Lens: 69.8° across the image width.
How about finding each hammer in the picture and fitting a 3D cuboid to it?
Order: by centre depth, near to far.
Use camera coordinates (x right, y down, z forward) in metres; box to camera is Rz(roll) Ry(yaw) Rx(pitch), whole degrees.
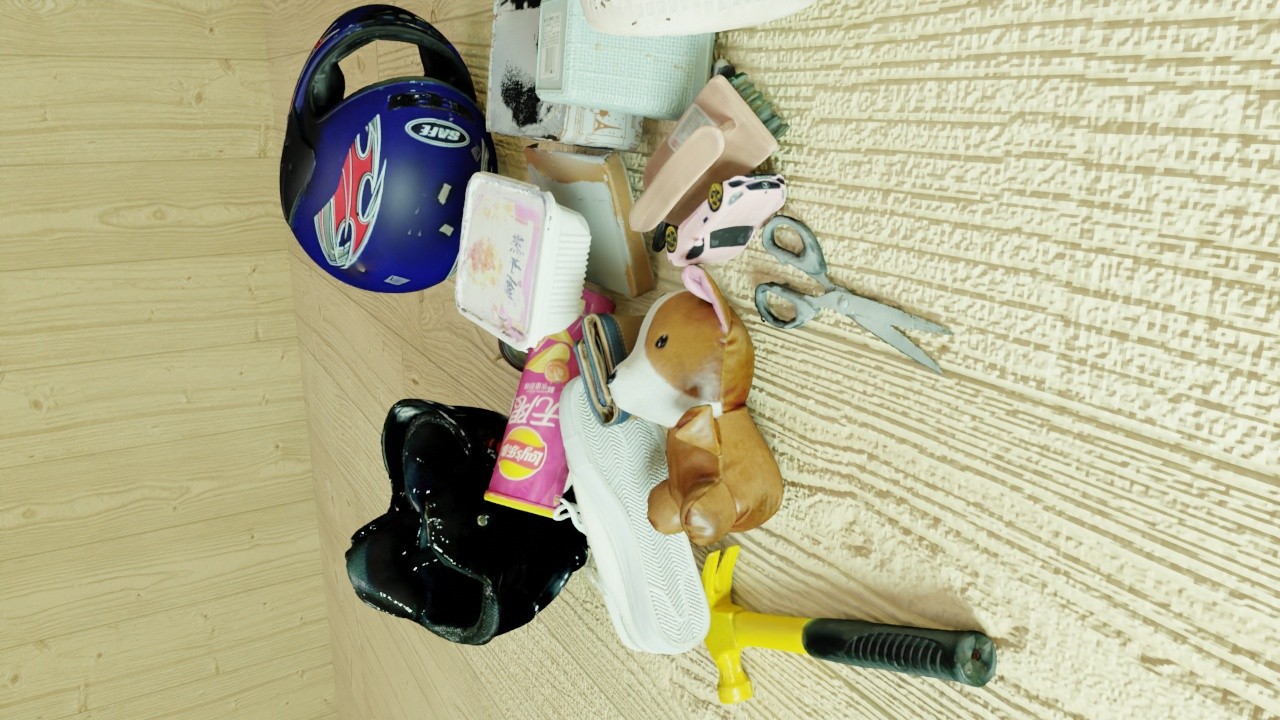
[{"bbox_3d":[0.127,0.198,0.658,0.301,0.032,0.128,-21,80,61],"label":"hammer"}]

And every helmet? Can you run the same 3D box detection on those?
[{"bbox_3d":[-0.184,0.169,1.009,0.234,0.229,0.274,-31,71,44],"label":"helmet"},{"bbox_3d":[-0.280,-0.229,1.060,0.240,0.246,0.316,42,123,44],"label":"helmet"}]

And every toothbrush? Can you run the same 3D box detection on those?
[{"bbox_3d":[0.038,-0.157,0.733,0.182,0.015,0.018,112,145,-42],"label":"toothbrush"}]

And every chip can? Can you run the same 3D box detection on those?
[{"bbox_3d":[-0.083,0.037,0.859,0.071,0.071,0.210,-6,67,61],"label":"chip can"}]

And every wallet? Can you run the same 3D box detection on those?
[{"bbox_3d":[-0.004,0.004,0.758,0.033,0.115,0.090,-14,86,33],"label":"wallet"}]

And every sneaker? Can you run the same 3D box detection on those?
[{"bbox_3d":[-0.019,0.131,0.784,0.091,0.089,0.242,-30,76,52],"label":"sneaker"}]

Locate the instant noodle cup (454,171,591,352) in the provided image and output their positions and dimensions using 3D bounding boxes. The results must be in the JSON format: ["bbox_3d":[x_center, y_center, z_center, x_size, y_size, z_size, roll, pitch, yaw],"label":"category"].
[{"bbox_3d":[-0.104,-0.092,0.824,0.173,0.060,0.138,27,112,52],"label":"instant noodle cup"}]

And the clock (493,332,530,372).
[{"bbox_3d":[-0.100,-0.039,0.941,0.122,0.082,0.055,-60,9,24],"label":"clock"}]

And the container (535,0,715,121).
[{"bbox_3d":[-0.015,-0.232,0.691,0.090,0.111,0.090,-146,59,-62],"label":"container"}]

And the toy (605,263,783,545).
[{"bbox_3d":[0.037,0.034,0.694,0.140,0.130,0.199,162,107,-71],"label":"toy"}]

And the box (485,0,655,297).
[{"bbox_3d":[-0.061,-0.194,0.832,0.179,0.105,0.261,28,116,55],"label":"box"}]

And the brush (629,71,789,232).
[{"bbox_3d":[0.039,-0.141,0.665,0.063,0.072,0.146,50,149,-2],"label":"brush"}]

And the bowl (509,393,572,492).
[{"bbox_3d":[-0.073,0.072,0.934,0.065,0.118,0.118,-18,80,24],"label":"bowl"}]

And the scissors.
[{"bbox_3d":[0.130,-0.045,0.601,0.169,0.014,0.156,-32,71,59],"label":"scissors"}]

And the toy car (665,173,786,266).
[{"bbox_3d":[0.060,-0.097,0.666,0.123,0.056,0.037,-38,65,61],"label":"toy car"}]

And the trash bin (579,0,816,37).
[{"bbox_3d":[0.028,-0.301,0.533,0.227,0.227,0.192,35,140,53],"label":"trash bin"}]
